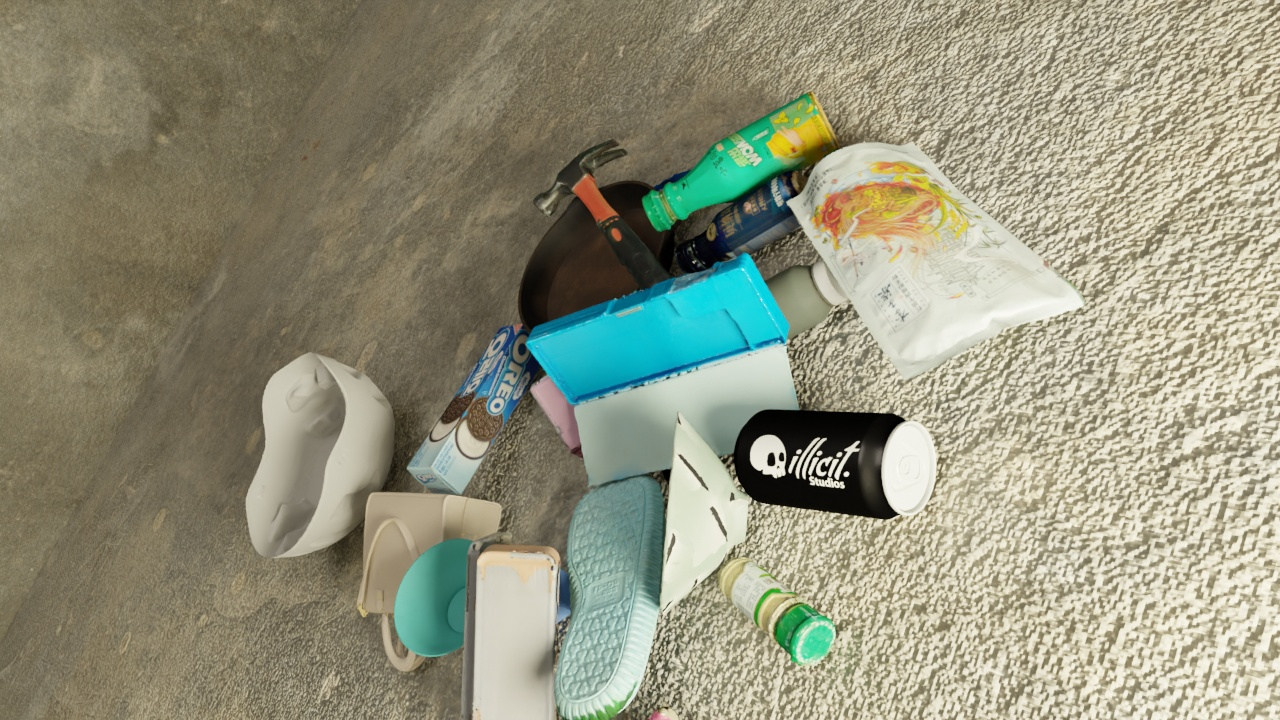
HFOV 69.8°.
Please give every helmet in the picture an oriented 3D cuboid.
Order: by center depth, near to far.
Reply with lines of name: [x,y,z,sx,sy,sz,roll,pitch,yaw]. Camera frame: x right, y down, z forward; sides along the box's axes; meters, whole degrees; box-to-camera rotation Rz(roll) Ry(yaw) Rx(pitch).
helmet: [-0.446,0.139,1.267,0.225,0.183,0.281,-32,36,37]

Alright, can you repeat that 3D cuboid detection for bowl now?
bowl: [0.057,0.132,0.781,0.068,0.174,0.173,3,58,5]
bowl: [-0.189,0.249,0.944,0.121,0.046,0.121,-14,54,19]

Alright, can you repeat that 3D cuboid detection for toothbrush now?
toothbrush: [0.028,-0.212,1.131,0.133,0.016,0.021,-14,89,43]

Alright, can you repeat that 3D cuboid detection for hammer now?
hammer: [-0.028,-0.151,1.063,0.133,0.033,0.333,-42,42,10]

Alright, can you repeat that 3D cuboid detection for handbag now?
handbag: [-0.254,0.255,1.057,0.195,0.101,0.197,-7,71,46]

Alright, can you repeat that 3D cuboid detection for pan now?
pan: [0.001,-0.144,1.086,0.357,0.043,0.248,-32,44,22]

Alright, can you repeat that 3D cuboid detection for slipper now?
slipper: [-0.018,0.211,0.832,0.116,0.069,0.275,-30,30,25]

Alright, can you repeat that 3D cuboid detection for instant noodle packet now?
instant noodle packet: [0.230,-0.100,0.779,0.147,0.057,0.268,-26,41,4]

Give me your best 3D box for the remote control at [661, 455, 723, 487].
remote control: [0.074,0.073,0.871,0.141,0.021,0.045,-47,40,20]

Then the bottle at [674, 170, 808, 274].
bottle: [0.108,-0.138,0.955,0.161,0.056,0.056,-28,45,33]

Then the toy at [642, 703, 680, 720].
toy: [0.013,0.317,0.737,0.102,0.065,0.050,-51,5,12]

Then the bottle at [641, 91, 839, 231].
bottle: [0.100,-0.202,0.966,0.210,0.068,0.068,-26,45,16]

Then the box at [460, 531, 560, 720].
box: [-0.114,0.274,0.842,0.108,0.094,0.216,2,91,28]

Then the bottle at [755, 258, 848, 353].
bottle: [0.137,-0.052,0.857,0.109,0.060,0.060,-29,45,32]

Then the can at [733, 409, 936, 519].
can: [0.150,0.080,0.728,0.146,0.080,0.080,-1,63,48]

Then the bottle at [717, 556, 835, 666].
bottle: [0.105,0.196,0.729,0.042,0.042,0.110,-57,35,-1]

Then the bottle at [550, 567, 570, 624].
bottle: [-0.122,0.262,0.927,0.131,0.048,0.048,-39,40,22]

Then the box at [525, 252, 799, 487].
box: [0.026,0.011,0.868,0.244,0.174,0.063,-17,10,31]

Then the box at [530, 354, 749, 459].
box: [-0.007,0.006,0.945,0.233,0.098,0.099,-30,43,30]

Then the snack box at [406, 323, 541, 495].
snack box: [-0.191,0.056,1.105,0.060,0.059,0.225,-8,43,45]
